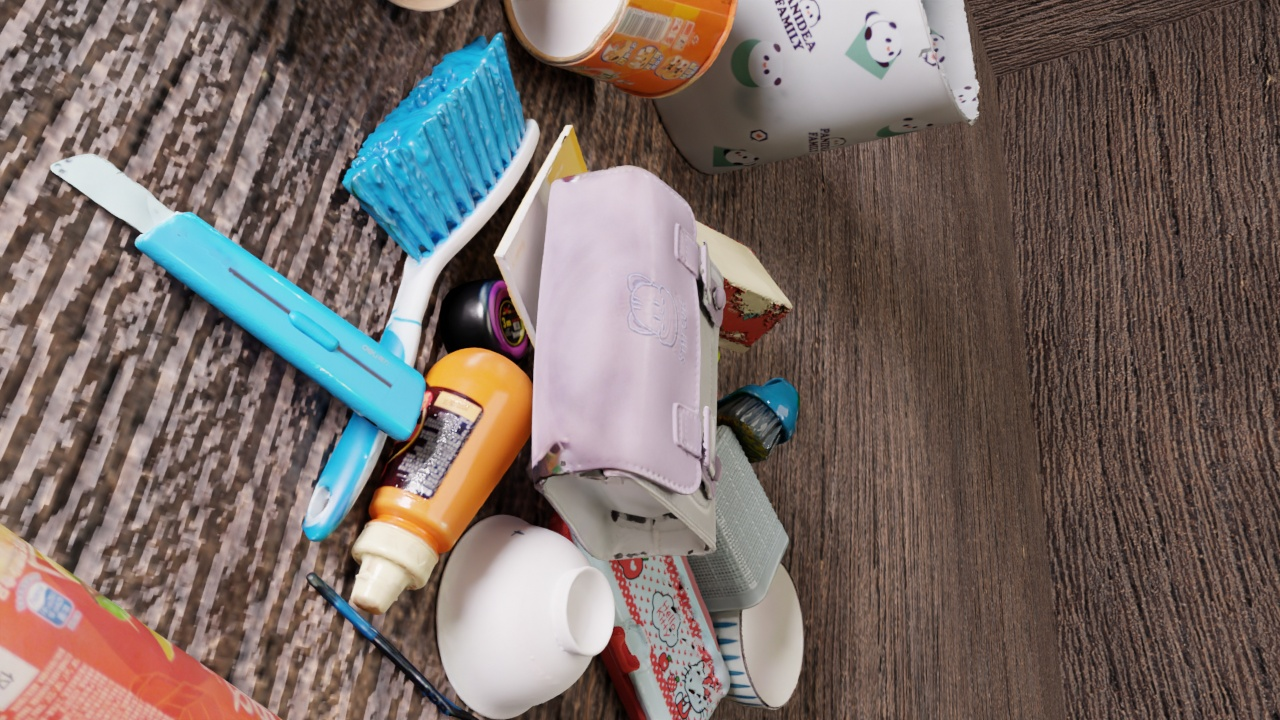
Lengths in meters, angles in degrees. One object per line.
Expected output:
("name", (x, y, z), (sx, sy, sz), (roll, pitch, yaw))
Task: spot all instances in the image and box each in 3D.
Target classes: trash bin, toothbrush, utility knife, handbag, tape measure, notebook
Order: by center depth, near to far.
("utility knife", (-0.172, -0.028, 0.411), (0.185, 0.018, 0.034), (41, 61, -25))
("toothbrush", (-0.114, 0.171, 0.481), (0.016, 0.014, 0.189), (-49, 125, -24))
("handbag", (-0.003, 0.003, 0.550), (0.145, 0.099, 0.196), (49, 37, -53))
("tape measure", (-0.095, -0.019, 0.550), (0.057, 0.039, 0.058), (-65, 141, -59))
("notebook", (-0.039, -0.033, 0.627), (0.145, 0.010, 0.206), (-71, 152, -43))
("trash bin", (0.154, -0.292, 0.845), (0.229, 0.252, 0.229), (28, 57, -53))

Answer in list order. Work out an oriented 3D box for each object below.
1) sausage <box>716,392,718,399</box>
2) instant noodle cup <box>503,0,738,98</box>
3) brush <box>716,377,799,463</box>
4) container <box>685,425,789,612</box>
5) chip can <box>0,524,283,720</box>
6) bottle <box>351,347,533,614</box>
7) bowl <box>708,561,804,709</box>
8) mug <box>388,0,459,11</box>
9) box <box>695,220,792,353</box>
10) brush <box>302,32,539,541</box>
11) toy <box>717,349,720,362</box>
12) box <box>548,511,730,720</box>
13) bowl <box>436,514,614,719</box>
("sausage", (0.023, 0.045, 0.709), (0.155, 0.020, 0.020), (-26, 103, -54))
("instant noodle cup", (-0.020, -0.271, 0.662), (0.111, 0.152, 0.151), (-15, 93, -51))
("brush", (0.091, 0.046, 0.744), (0.073, 0.144, 0.055), (-42, 89, -15))
("container", (0.043, 0.117, 0.690), (0.111, 0.090, 0.089), (64, 33, -17))
("chip can", (-0.180, 0.136, 0.323), (0.216, 0.073, 0.073), (56, 38, -34))
("bottle", (-0.108, 0.064, 0.484), (0.067, 0.067, 0.149), (54, 46, -36))
("bowl", (0.078, 0.217, 0.735), (0.116, 0.066, 0.116), (25, 60, -53))
("mug", (-0.121, -0.285, 0.531), (0.125, 0.084, 0.103), (89, 12, -49))
("box", (0.061, -0.069, 0.759), (0.168, 0.077, 0.091), (13, 40, -57))
("brush", (-0.126, -0.059, 0.503), (0.109, 0.061, 0.313), (60, 38, -35))
("toy", (0.038, -0.002, 0.774), (0.100, 0.031, 0.096), (46, 45, -50))
("box", (0.007, 0.172, 0.632), (0.086, 0.048, 0.201), (-35, 111, -40))
("bowl", (-0.055, 0.147, 0.536), (0.118, 0.065, 0.118), (26, 58, -53))
